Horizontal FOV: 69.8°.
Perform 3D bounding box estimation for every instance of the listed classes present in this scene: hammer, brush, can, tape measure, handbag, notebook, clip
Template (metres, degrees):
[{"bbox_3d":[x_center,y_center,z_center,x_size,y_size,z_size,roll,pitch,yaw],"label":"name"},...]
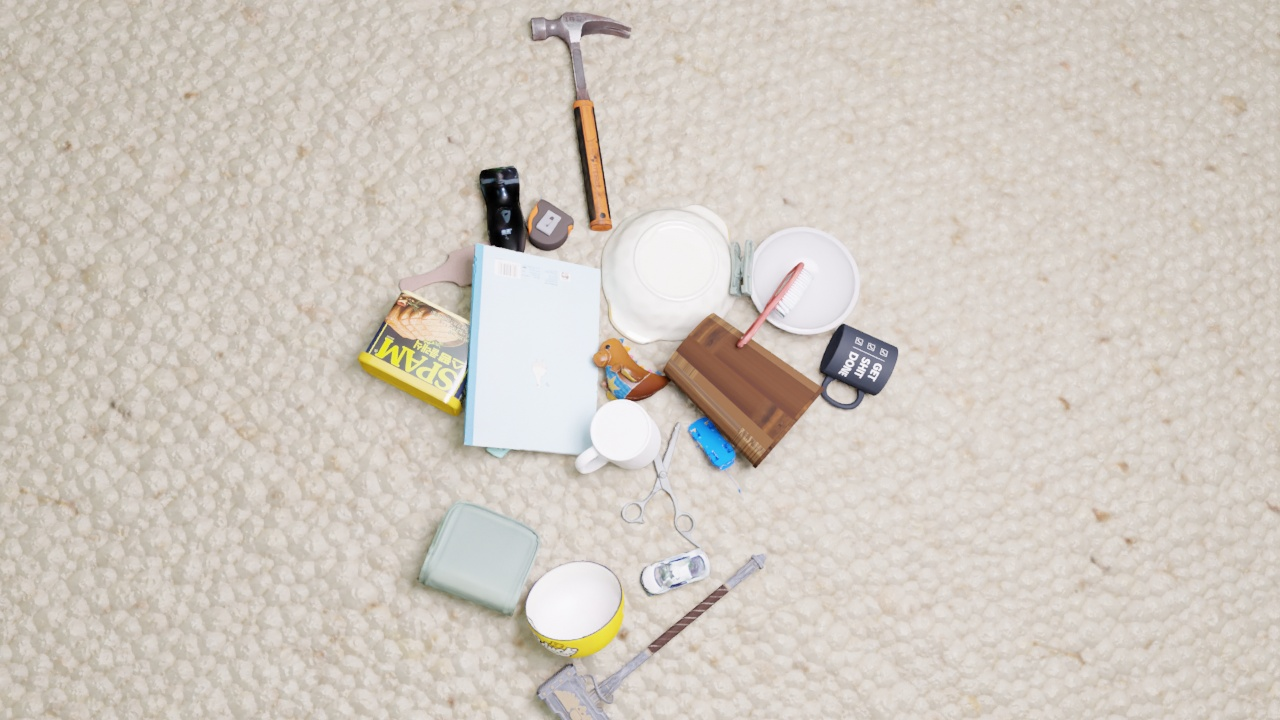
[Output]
[{"bbox_3d":[-0.062,-0.330,1.258,0.137,0.035,0.314,-7,79,-8],"label":"hammer"},{"bbox_3d":[-0.248,-0.115,1.202,0.135,0.015,0.050,-19,79,-4],"label":"brush"},{"bbox_3d":[-0.264,-0.010,1.146,0.135,0.075,0.104,27,74,0],"label":"can"},{"bbox_3d":[0.031,0.338,1.118,0.321,0.044,0.098,-36,84,-13],"label":"hammer"},{"bbox_3d":[-0.123,-0.178,1.215,0.058,0.038,0.058,33,76,2],"label":"tape measure"},{"bbox_3d":[0.171,-0.064,1.150,0.030,0.041,0.171,42,53,-2],"label":"brush"},{"bbox_3d":[-0.191,0.237,1.102,0.122,0.067,0.106,22,68,-2],"label":"handbag"},{"bbox_3d":[-0.132,-0.012,1.154,0.180,0.009,0.253,9,75,-32],"label":"notebook"},{"bbox_3d":[0.133,-0.122,1.205,0.042,0.023,0.075,-3,77,30],"label":"clip"}]

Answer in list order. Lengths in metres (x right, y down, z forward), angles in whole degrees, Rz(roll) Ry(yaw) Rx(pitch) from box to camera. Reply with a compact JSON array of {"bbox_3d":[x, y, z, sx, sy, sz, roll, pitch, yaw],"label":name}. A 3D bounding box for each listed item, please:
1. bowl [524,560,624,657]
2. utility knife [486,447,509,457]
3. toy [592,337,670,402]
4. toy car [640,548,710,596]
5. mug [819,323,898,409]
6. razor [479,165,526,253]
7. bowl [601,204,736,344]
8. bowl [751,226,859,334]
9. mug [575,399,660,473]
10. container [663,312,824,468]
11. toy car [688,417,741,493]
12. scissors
[{"bbox_3d":[-0.073,0.304,1.091,0.117,0.068,0.117,-7,37,5],"label":"bowl"},{"bbox_3d":[-0.130,0.065,1.176,0.022,0.015,0.165,45,74,6],"label":"utility knife"},{"bbox_3d":[-0.007,0.007,1.191,0.102,0.071,0.090,-16,65,-32],"label":"toy"},{"bbox_3d":[0.044,0.264,1.143,0.089,0.027,0.038,-18,82,-10],"label":"toy car"},{"bbox_3d":[0.279,0.014,1.208,0.077,0.071,0.105,24,103,-1],"label":"mug"},{"bbox_3d":[-0.177,-0.193,1.196,0.053,0.064,0.140,-10,68,-4],"label":"razor"},{"bbox_3d":[0.043,-0.124,1.211,0.188,0.060,0.219,35,77,2],"label":"bowl"},{"bbox_3d":[0.215,-0.102,1.232,0.149,0.043,0.149,1,77,-2],"label":"bowl"},{"bbox_3d":[-0.032,0.103,1.133,0.110,0.090,0.073,-35,74,0],"label":"mug"},{"bbox_3d":[0.124,0.032,1.157,0.167,0.132,0.132,41,76,9],"label":"container"},{"bbox_3d":[0.100,0.124,1.188,0.033,0.062,0.092,-30,53,-11],"label":"toy car"},{"bbox_3d":[0.039,0.160,1.173,0.158,0.014,0.141,38,80,2],"label":"scissors"}]
